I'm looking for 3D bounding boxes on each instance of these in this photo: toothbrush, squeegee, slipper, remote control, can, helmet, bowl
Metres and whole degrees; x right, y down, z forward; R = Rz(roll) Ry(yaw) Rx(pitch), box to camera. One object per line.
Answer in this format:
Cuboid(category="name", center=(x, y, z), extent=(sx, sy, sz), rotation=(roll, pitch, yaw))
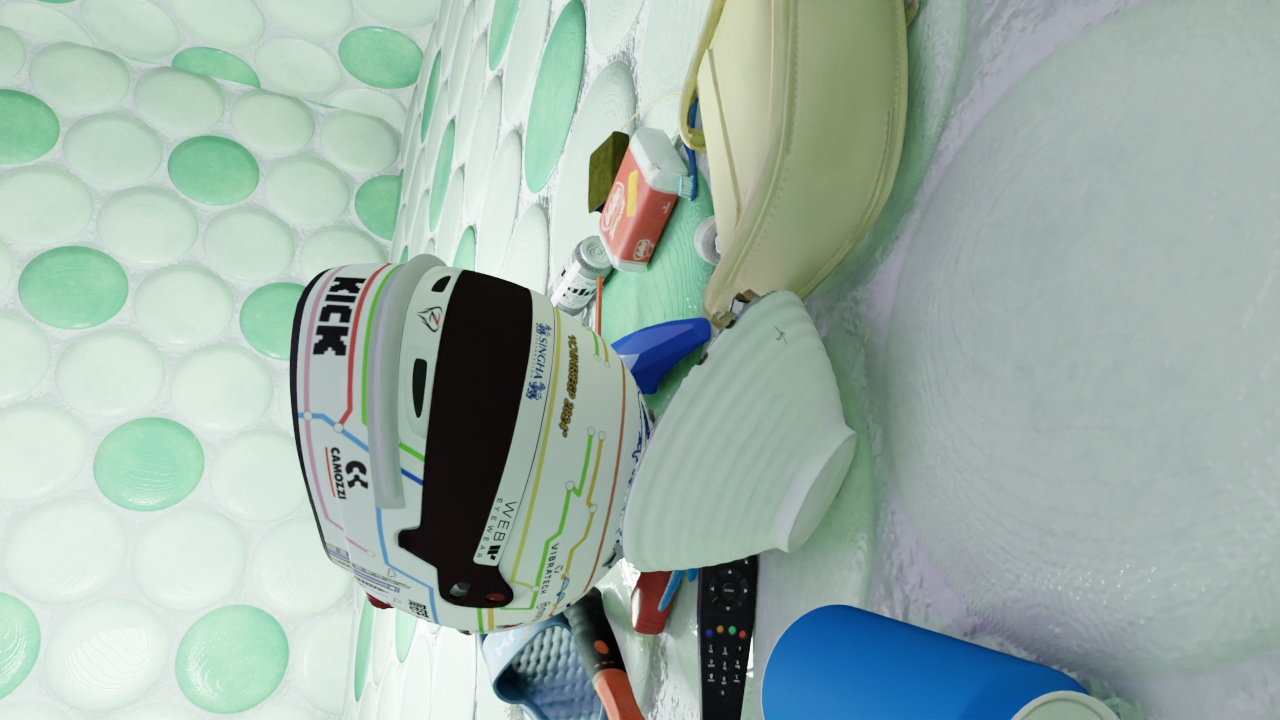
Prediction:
Cuboid(category="toothbrush", center=(0.042, -0.199, 0.789), extent=(0.021, 0.016, 0.132), rotation=(-26, 58, 60))
Cuboid(category="squeegee", center=(-0.005, 0.005, 0.774), extent=(0.185, 0.055, 0.249), rotation=(-29, 53, 50))
Cuboid(category="slipper", center=(-0.089, 0.264, 0.814), extent=(0.103, 0.059, 0.214), rotation=(-55, 39, -3))
Cuboid(category="remote control", center=(0.053, 0.167, 0.582), extent=(0.010, 0.039, 0.124), rotation=(155, 121, -70))
Cuboid(category="can", center=(0.116, 0.152, 0.377), extent=(0.146, 0.079, 0.079), rotation=(171, 107, -67))
Cuboid(category="helmet", center=(-0.104, 0.067, 0.664), extent=(0.315, 0.236, 0.230), rotation=(102, 173, -52))
Cuboid(category="bowl", center=(0.070, 0.055, 0.502), extent=(0.071, 0.176, 0.178), rotation=(30, 115, 24))
Cuboid(category="can", center=(-0.063, -0.088, 0.969), extent=(0.107, 0.044, 0.044), rotation=(132, 141, -54))

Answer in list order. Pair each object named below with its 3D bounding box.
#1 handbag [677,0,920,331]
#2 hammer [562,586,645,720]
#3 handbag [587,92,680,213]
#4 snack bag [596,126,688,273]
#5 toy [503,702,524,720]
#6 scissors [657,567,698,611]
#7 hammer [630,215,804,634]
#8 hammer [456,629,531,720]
Cuboid(category="handbag", center=(0.088, -0.149, 0.560), extent=(0.191, 0.088, 0.232), rotation=(122, 153, -48))
Cuboid(category="hammer", center=(-0.024, 0.226, 0.673), extent=(0.333, 0.133, 0.033), rotation=(-156, 75, -77))
Cuboid(category="handbag", center=(-0.001, -0.207, 0.903), extent=(0.178, 0.027, 0.084), rotation=(-29, 57, 57))
Cuboid(category="snack bag", center=(0.000, -0.146, 0.841), extent=(0.116, 0.036, 0.077), rotation=(-64, 33, 36))
Cuboid(category="toy", center=(-0.130, 0.335, 0.974), extent=(0.109, 0.041, 0.096), rotation=(-154, 74, -72))
Cuboid(category="scissors", center=(0.033, 0.129, 0.615), extent=(0.019, 0.104, 0.132), rotation=(32, 115, 23))
Cuboid(category="hammer", center=(0.044, 0.060, 0.663), extent=(0.126, 0.036, 0.316), rotation=(-136, 57, -61))
Cuboid(category="hammer", center=(-0.096, 0.309, 0.867), extent=(0.140, 0.036, 0.326), rotation=(-49, 36, 9))
